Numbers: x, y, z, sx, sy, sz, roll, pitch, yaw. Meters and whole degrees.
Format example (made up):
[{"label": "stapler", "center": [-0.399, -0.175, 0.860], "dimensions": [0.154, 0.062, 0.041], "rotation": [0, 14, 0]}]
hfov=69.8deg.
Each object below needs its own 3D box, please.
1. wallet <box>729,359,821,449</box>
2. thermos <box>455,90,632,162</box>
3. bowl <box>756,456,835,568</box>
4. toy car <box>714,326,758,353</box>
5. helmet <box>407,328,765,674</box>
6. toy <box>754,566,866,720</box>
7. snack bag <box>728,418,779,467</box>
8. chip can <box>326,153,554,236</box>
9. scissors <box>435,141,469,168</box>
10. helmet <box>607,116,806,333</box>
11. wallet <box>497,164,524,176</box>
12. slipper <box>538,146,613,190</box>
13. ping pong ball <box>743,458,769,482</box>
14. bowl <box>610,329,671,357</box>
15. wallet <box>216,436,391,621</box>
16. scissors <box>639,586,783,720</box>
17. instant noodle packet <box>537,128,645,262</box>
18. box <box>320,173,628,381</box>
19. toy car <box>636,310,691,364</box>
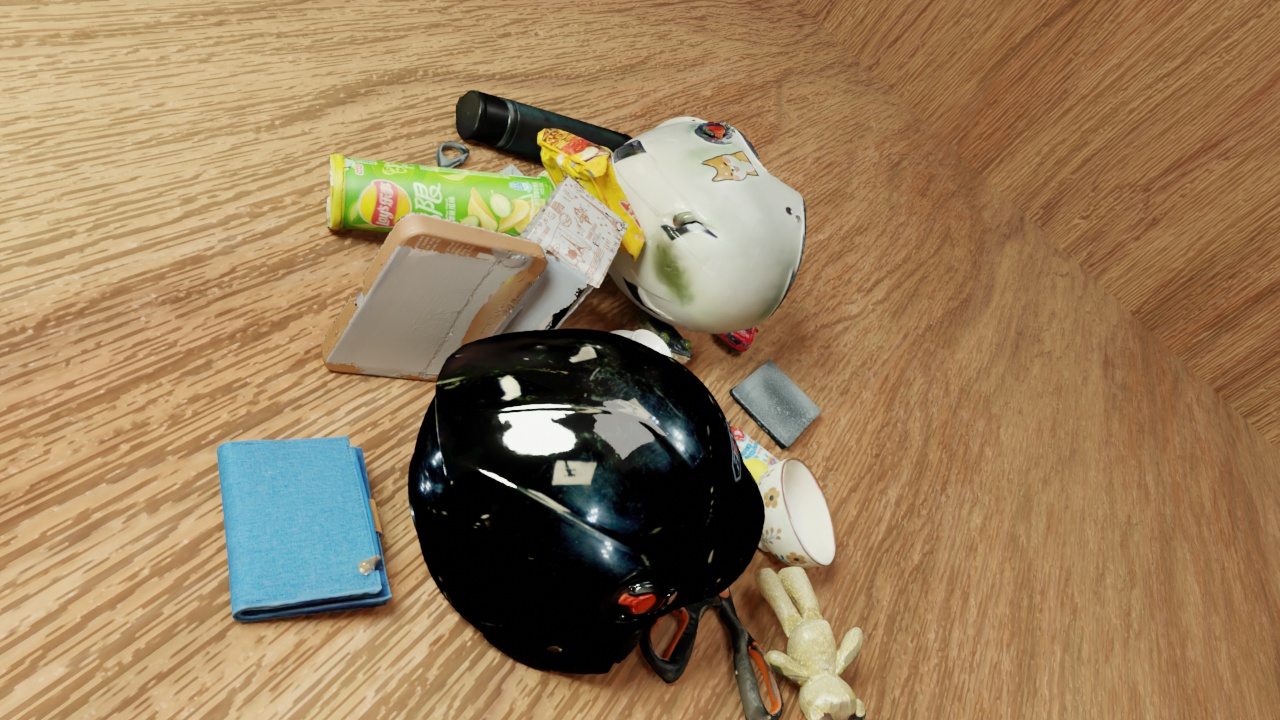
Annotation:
[{"label": "wallet", "center": [0.168, 0.053, 1.140], "dimensions": [0.097, 0.019, 0.120], "rotation": [46, 35, 9]}, {"label": "thermos", "center": [-0.123, -0.296, 1.193], "dimensions": [0.242, 0.069, 0.090], "rotation": [8, 36, -40]}, {"label": "bowl", "center": [0.149, 0.162, 0.943], "dimensions": [0.113, 0.062, 0.113], "rotation": [40, 37, -39]}, {"label": "toy car", "center": [0.129, -0.057, 1.199], "dimensions": [0.053, 0.045, 0.120], "rotation": [33, 37, -11]}, {"label": "helmet", "center": [-0.042, 0.087, 0.700], "dimensions": [0.275, 0.231, 0.233], "rotation": [-5, 44, 1]}, {"label": "toy", "center": [0.151, 0.261, 0.845], "dimensions": [0.105, 0.066, 0.157], "rotation": [0, 51, -28]}, {"label": "snack bag", "center": [0.129, 0.109, 1.028], "dimensions": [0.105, 0.026, 0.045], "rotation": [37, 31, -11]}, {"label": "chip can", "center": [-0.193, -0.156, 0.906], "dimensions": [0.221, 0.073, 0.072], "rotation": [2, 48, -21]}, {"label": "scissors", "center": [-0.228, -0.206, 1.037], "dimensions": [0.162, 0.014, 0.165], "rotation": [13, 45, -33]}, {"label": "helmet", "center": [0.037, -0.144, 1.024], "dimensions": [0.274, 0.231, 0.156], "rotation": [46, 38, 20]}, {"label": "wallet", "center": [-0.133, -0.140, 0.990], "dimensions": [0.106, 0.037, 0.129], "rotation": [-41, 81, -13]}, {"label": "slipper", "center": [-0.089, -0.193, 1.108], "dimensions": [0.190, 0.082, 0.092], "rotation": [-52, 129, -45]}, {"label": "ping pong ball", "center": [0.121, 0.126, 0.988], "dimensions": [0.040, 0.040, 0.040], "rotation": [26, 37, -22]}, {"label": "bowl", "center": [-0.006, 0.006, 0.974], "dimensions": [0.118, 0.065, 0.118], "rotation": [26, 36, -21]}, {"label": "wallet", "center": [-0.236, 0.115, 0.645], "dimensions": [0.106, 0.040, 0.133], "rotation": [1, 51, -33]}, {"label": "scissors", "center": [0.068, 0.226, 0.838], "dimensions": [0.224, 0.022, 0.220], "rotation": [1, 52, -46]}, {"label": "instant noodle packet", "center": [-0.046, -0.167, 0.926], "dimensions": [0.111, 0.044, 0.128], "rotation": [40, -16, 44]}, {"label": "box", "center": [-0.133, -0.057, 0.815], "dimensions": [0.130, 0.180, 0.271], "rotation": [51, 34, 10]}, {"label": "toy car", "center": [0.024, -0.027, 1.066], "dimensions": [0.042, 0.035, 0.090], "rotation": [16, 27, -37]}]
